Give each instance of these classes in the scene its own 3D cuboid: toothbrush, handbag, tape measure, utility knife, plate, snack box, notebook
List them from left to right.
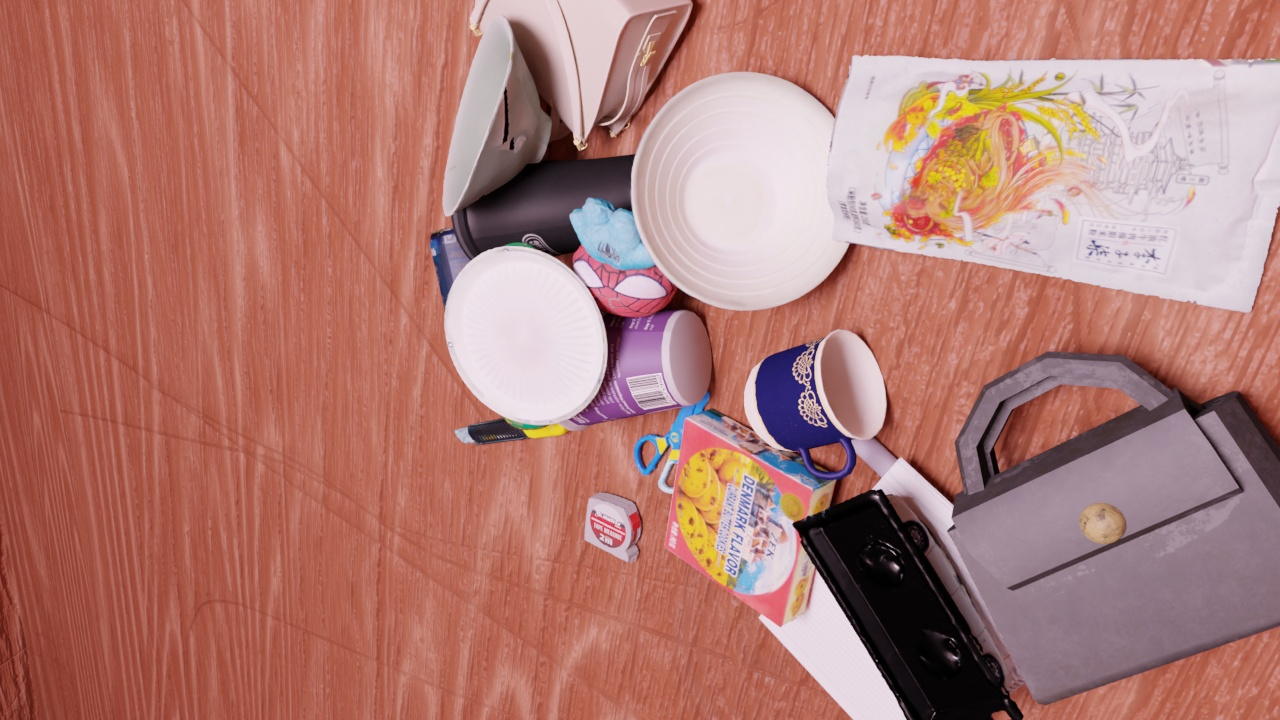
[{"bbox_3d":[-0.146,0.075,1.011,0.188,0.020,0.029,-11,98,40],"label":"utility knife"},{"bbox_3d":[-0.097,-0.020,0.779,0.157,0.014,0.157,8,110,22],"label":"plate"},{"bbox_3d":[-0.071,-0.276,0.791,0.194,0.101,0.198,50,141,15],"label":"handbag"},{"bbox_3d":[-0.027,0.169,0.946,0.060,0.020,0.062,20,116,33],"label":"tape measure"},{"bbox_3d":[0.093,0.137,0.813,0.145,0.040,0.143,28,121,38],"label":"snack box"},{"bbox_3d":[0.215,0.218,0.757,0.178,0.013,0.246,45,133,20],"label":"notebook"},{"bbox_3d":[0.232,0.120,0.718,0.188,0.018,0.019,45,130,18],"label":"toothbrush"},{"bbox_3d":[0.296,0.089,0.585,0.198,0.102,0.199,-36,76,29],"label":"handbag"}]

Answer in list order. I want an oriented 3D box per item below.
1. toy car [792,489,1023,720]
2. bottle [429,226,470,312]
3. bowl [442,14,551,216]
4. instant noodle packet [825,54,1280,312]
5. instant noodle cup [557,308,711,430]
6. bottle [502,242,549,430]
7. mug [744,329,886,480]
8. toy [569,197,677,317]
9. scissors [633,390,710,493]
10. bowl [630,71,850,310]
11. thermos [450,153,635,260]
[{"bbox_3d":[0.208,0.179,0.686,0.094,0.071,0.191,-38,81,47],"label":"toy car"},{"bbox_3d":[-0.180,-0.062,0.967,0.056,0.056,0.161,-2,104,40],"label":"bottle"},{"bbox_3d":[-0.113,-0.196,0.776,0.175,0.067,0.174,-43,40,51],"label":"bowl"},{"bbox_3d":[0.257,-0.123,0.595,0.270,0.057,0.147,14,115,30],"label":"instant noodle packet"},{"bbox_3d":[-0.005,0.005,0.825,0.122,0.121,0.137,-4,147,30],"label":"instant noodle cup"},{"bbox_3d":[-0.109,-0.020,0.869,0.068,0.067,0.210,36,147,25],"label":"bottle"},{"bbox_3d":[0.133,0.041,0.723,0.089,0.085,0.111,-20,67,44],"label":"mug"},{"bbox_3d":[-0.015,-0.080,0.739,0.092,0.062,0.133,13,155,16],"label":"toy"},{"bbox_3d":[0.031,0.068,0.870,0.070,0.022,0.131,37,129,24],"label":"scissors"},{"bbox_3d":[0.075,-0.126,0.707,0.058,0.176,0.176,-171,62,-81],"label":"bowl"},{"bbox_3d":[-0.063,-0.138,0.822,0.219,0.105,0.106,0,105,34],"label":"thermos"}]
